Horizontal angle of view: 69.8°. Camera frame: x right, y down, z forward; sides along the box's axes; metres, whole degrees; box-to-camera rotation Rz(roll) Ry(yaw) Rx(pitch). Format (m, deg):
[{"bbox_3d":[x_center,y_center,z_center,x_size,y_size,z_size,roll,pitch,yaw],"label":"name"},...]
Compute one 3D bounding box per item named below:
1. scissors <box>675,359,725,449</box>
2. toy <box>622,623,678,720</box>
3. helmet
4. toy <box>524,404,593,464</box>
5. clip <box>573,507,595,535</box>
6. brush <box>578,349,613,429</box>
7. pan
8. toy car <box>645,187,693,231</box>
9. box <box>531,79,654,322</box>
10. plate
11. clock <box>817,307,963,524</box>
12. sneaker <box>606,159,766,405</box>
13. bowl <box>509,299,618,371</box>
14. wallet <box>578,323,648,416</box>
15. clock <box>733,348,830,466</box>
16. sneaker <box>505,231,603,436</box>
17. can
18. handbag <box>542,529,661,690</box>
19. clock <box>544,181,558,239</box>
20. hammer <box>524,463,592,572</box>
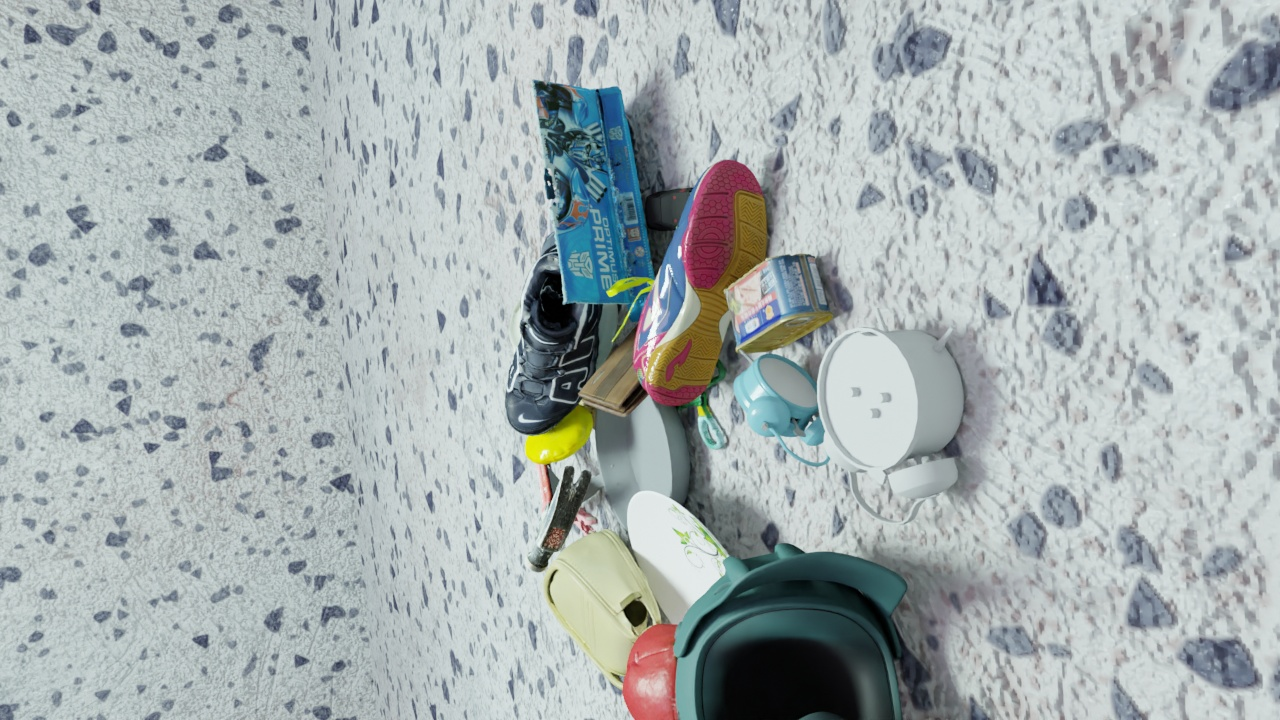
[{"bbox_3d":[0.063,0.041,0.961,0.126,0.011,0.130,137,122,-62],"label":"scissors"},{"bbox_3d":[0.045,0.341,0.883,0.147,0.099,0.216,-91,-12,-52],"label":"toy"},{"bbox_3d":[0.116,0.237,0.698,0.275,0.176,0.200,93,177,-70],"label":"helmet"},{"bbox_3d":[-0.099,0.089,1.111,0.096,0.094,0.041,-10,127,39],"label":"toy"},{"bbox_3d":[-0.079,0.215,1.252,0.060,0.023,0.044,55,136,39],"label":"clip"},{"bbox_3d":[-0.062,0.030,1.162,0.049,0.039,0.117,47,133,50],"label":"brush"},{"bbox_3d":[-0.031,0.136,1.114,0.358,0.050,0.200,-47,55,58],"label":"pan"},{"bbox_3d":[0.031,-0.156,0.951,0.092,0.036,0.042,10,105,61],"label":"toy car"},{"bbox_3d":[-0.031,-0.171,0.972,0.070,0.170,0.243,-13,81,24],"label":"box"},{"bbox_3d":[0.067,0.229,0.944,0.229,0.030,0.230,42,148,34],"label":"plate"},{"bbox_3d":[0.183,0.047,0.686,0.120,0.061,0.159,25,117,58],"label":"clock"},{"bbox_3d":[0.041,-0.079,0.872,0.091,0.116,0.242,-123,46,-57],"label":"sneaker"},{"bbox_3d":[-0.113,-0.042,1.138,0.177,0.057,0.176,-17,64,36],"label":"bowl"},{"bbox_3d":[-0.006,0.006,0.991,0.027,0.121,0.099,48,164,-27],"label":"wallet"},{"bbox_3d":[0.122,0.043,0.774,0.042,0.087,0.123,-56,35,33],"label":"clock"},{"bbox_3d":[-0.099,-0.018,1.011,0.150,0.097,0.253,-59,-15,-75],"label":"sneaker"},{"bbox_3d":[0.118,-0.049,0.796,0.100,0.053,0.059,-35,63,58],"label":"can"},{"bbox_3d":[-0.039,0.288,1.098,0.191,0.088,0.233,49,155,26],"label":"handbag"},{"bbox_3d":[-0.078,-0.168,1.122,0.158,0.058,0.117,-133,43,-55],"label":"clock"},{"bbox_3d":[-0.127,0.122,1.222,0.141,0.036,0.325,-62,24,23],"label":"hammer"}]
